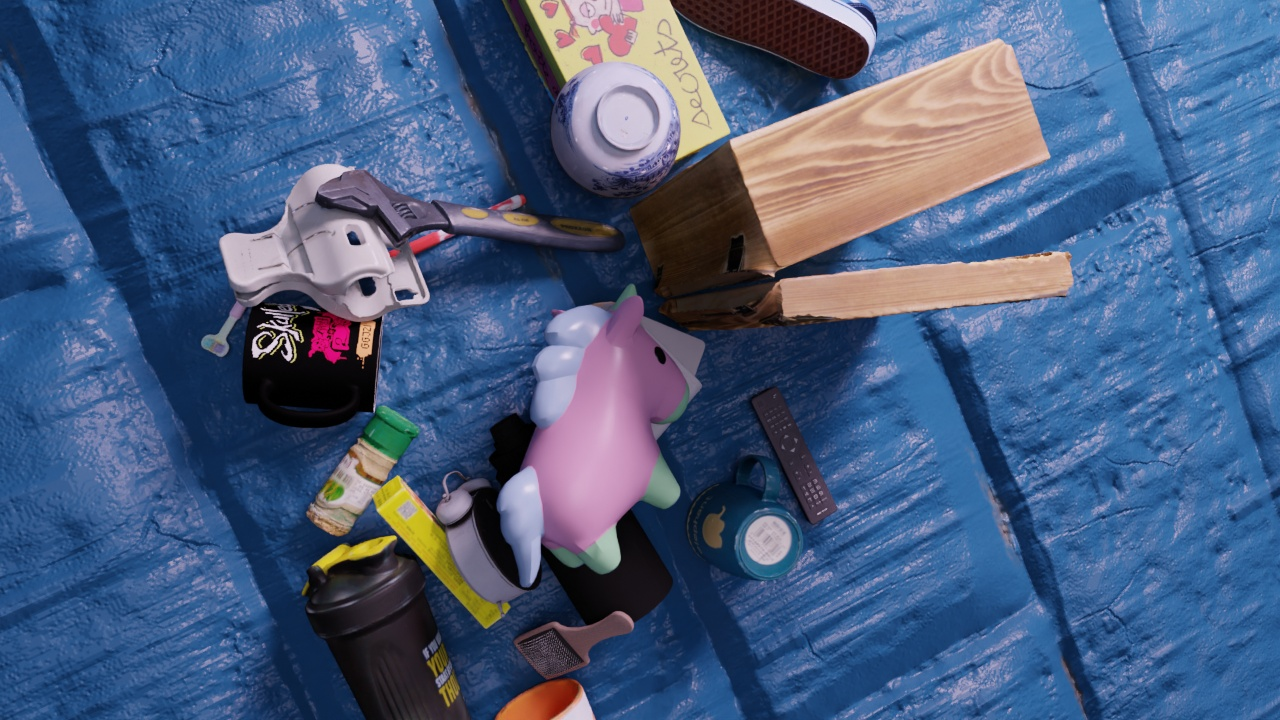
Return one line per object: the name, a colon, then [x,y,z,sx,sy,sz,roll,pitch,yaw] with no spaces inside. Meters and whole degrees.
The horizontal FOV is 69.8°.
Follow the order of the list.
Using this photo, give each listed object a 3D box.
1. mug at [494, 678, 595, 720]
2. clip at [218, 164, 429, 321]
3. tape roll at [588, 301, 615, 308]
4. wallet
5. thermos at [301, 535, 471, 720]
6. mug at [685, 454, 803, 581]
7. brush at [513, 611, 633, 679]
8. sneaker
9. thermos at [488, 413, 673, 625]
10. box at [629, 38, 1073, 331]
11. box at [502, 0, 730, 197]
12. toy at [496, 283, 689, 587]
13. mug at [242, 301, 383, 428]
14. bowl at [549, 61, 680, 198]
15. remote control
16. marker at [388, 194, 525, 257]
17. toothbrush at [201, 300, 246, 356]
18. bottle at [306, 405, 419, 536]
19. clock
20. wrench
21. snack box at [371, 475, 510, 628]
mug: [-0.070,0.344,0.795,0.082,0.082,0.105,-23,97,-13]
clip: [-0.250,-0.096,0.717,0.151,0.102,0.126,-6,52,-33]
tape roll: [-0.032,-0.006,0.830,0.094,0.027,0.094,0,90,-14]
wallet: [-0.005,0.005,0.803,0.118,0.037,0.115,44,80,-14]
thermos: [-0.202,0.255,0.760,0.098,0.098,0.221,-22,102,-13]
mug: [0.099,0.141,0.825,0.084,0.104,0.112,11,88,-14]
brush: [-0.056,0.242,0.783,0.050,0.136,0.015,51,37,-8]
sneaker: [0.111,-0.350,0.854,0.241,0.084,0.098,26,50,-7]
thermos: [-0.058,0.129,0.794,0.086,0.086,0.198,-32,98,-12]
box: [0.144,-0.097,0.747,0.251,0.279,0.192,-21,96,-13]
box: [-0.026,-0.267,0.805,0.124,0.079,0.221,-26,96,-13]
toy: [-0.043,0.057,0.706,0.221,0.120,0.171,-44,113,-31]
mug: [-0.260,0.009,0.729,0.098,0.117,0.082,5,128,-15]
bowl: [-0.014,-0.192,0.748,0.114,0.045,0.114,0,91,-15]
remote control: [0.146,0.091,0.883,0.032,0.015,0.136,-28,94,-13]
marker: [-0.165,-0.113,0.804,0.142,0.013,0.013,-27,97,-13]
toothbrush: [-0.316,-0.074,0.763,0.022,0.015,0.154,31,83,-14]
bottle: [-0.234,0.093,0.773,0.043,0.043,0.111,35,83,-12]
clock: [-0.130,0.148,0.773,0.035,0.094,0.122,-32,91,11]
wrench: [-0.131,-0.115,0.765,0.272,0.022,0.073,2,48,-34]
snack box: [-0.167,0.162,0.774,0.029,0.040,0.148,-40,113,-11]
